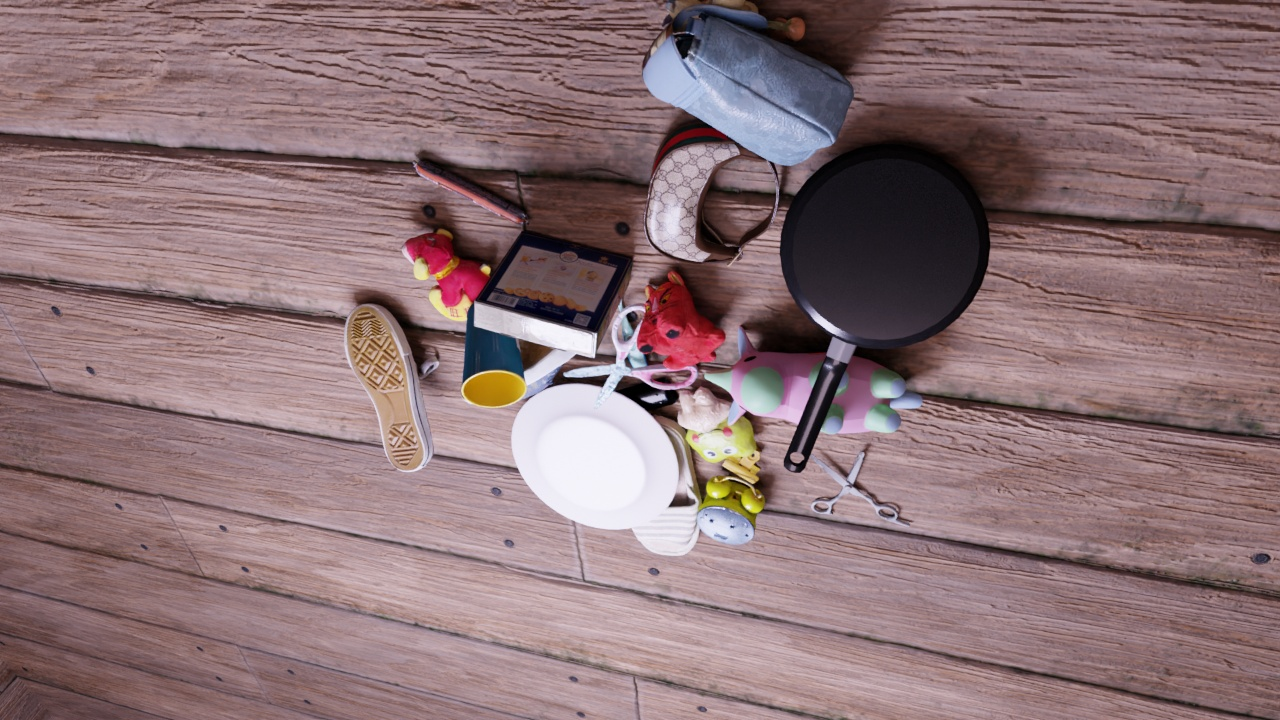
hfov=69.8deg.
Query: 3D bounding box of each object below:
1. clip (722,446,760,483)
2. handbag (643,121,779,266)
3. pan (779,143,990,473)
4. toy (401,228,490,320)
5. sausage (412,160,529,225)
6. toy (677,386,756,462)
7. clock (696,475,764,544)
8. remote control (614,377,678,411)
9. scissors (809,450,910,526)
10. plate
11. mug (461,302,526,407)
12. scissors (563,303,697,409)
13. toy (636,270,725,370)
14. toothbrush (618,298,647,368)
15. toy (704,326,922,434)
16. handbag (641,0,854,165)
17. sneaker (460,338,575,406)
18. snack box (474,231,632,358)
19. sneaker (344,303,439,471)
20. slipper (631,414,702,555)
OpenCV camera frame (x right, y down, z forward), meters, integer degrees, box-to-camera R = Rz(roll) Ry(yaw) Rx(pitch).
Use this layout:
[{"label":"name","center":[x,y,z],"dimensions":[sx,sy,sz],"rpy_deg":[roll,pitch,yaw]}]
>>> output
[{"label":"clip","center":[0.140,0.136,1.221],"dimensions":[0.054,0.045,0.048],"rpy_deg":[32,157,-5]},{"label":"handbag","center":[0.075,-0.167,0.975],"dimensions":[0.138,0.063,0.167],"rpy_deg":[12,132,-1]},{"label":"pan","center":[0.216,-0.041,0.928],"dimensions":[0.204,0.044,0.356],"rpy_deg":[21,105,7]},{"label":"toy","center":[-0.231,-0.103,1.146],"dimensions":[0.106,0.067,0.137],"rpy_deg":[-17,129,23]},{"label":"sausage","center":[-0.199,-0.198,1.079],"dimensions":[0.155,0.020,0.020],"rpy_deg":[27,133,-1]},{"label":"toy","center":[0.093,0.082,1.184],"dimensions":[0.092,0.043,0.118],"rpy_deg":[-15,120,32]},{"label":"clock","center":[0.125,0.202,1.258],"dimensions":[0.083,0.056,0.119],"rpy_deg":[20,137,7]},{"label":"remote control","center":[-0.024,0.059,1.218],"dimensions":[0.152,0.020,0.041],"rpy_deg":[-17,121,24]},{"label":"scissors","center":[0.285,0.174,1.207],"dimensions":[0.175,0.014,0.142],"rpy_deg":[30,136,-7]},{"label":"plate","center":[-0.067,0.139,1.255],"dimensions":[0.243,0.016,0.243],"rpy_deg":[9,122,14]},{"label":"mug","center":[-0.182,-0.013,1.128],"dimensions":[0.078,0.121,0.078],"rpy_deg":[-6,145,-4]},{"label":"scissors","center":[-0.016,-0.005,1.148],"dimensions":[0.170,0.014,0.169],"rpy_deg":[-3,124,7]},{"label":"toy","center":[0.056,-0.044,1.091],"dimensions":[0.088,0.094,0.133],"rpy_deg":[-24,144,26]},{"label":"toothbrush","center":[-0.014,-0.032,1.147],"dimensions":[0.022,0.017,0.135],"rpy_deg":[-9,125,14]},{"label":"toy","center":[0.201,0.033,1.060],"dimensions":[0.222,0.171,0.120],"rpy_deg":[3,98,-20]},{"label":"handbag","center":[0.102,-0.268,0.846],"dimensions":[0.192,0.118,0.122],"rpy_deg":[23,174,-11]},{"label":"sneaker","center":[-0.134,0.007,1.189],"dimensions":[0.236,0.087,0.079],"rpy_deg":[-30,137,35]},{"label":"snack box","center":[-0.097,-0.079,1.054],"dimensions":[0.144,0.144,0.043],"rpy_deg":[15,134,9]},{"label":"sneaker","center":[-0.336,0.033,1.282],"dimensions":[0.118,0.087,0.241],"rpy_deg":[-12,100,16]},{"label":"slipper","center":[0.029,0.187,1.294],"dimensions":[0.114,0.053,0.273],"rpy_deg":[5,129,11]}]
